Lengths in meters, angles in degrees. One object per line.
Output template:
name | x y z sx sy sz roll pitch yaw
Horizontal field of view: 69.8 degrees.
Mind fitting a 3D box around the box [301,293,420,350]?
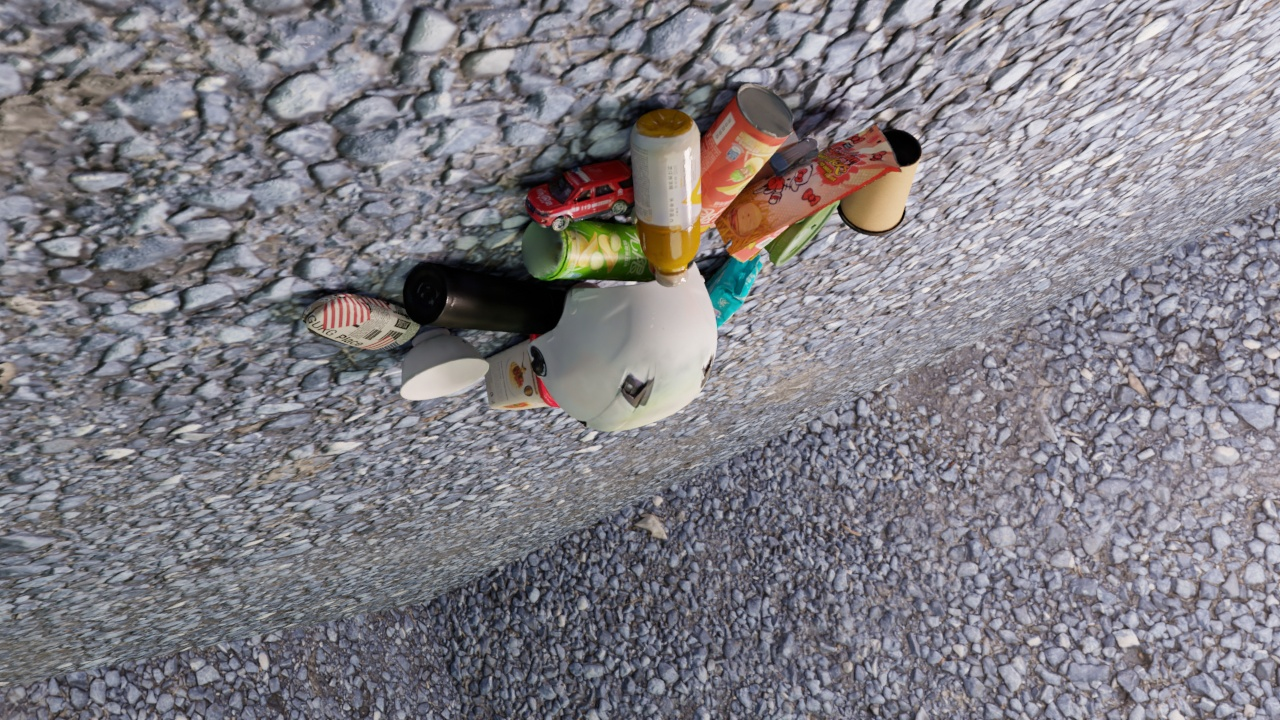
box | -0.313 -0.046 1.037 0.068 0.051 0.164 -16 165 17

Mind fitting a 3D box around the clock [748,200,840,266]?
clock | 0.199 -0.188 1.157 0.115 0.056 0.162 -40 169 -30

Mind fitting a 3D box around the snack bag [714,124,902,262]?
snack bag | 0.185 -0.190 1.032 0.208 0.073 0.128 -29 -154 18

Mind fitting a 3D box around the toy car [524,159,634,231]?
toy car | -0.059 -0.171 0.936 0.120 0.053 0.045 -23 139 -22

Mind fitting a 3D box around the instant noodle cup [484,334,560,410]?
instant noodle cup | -0.156 0.022 1.343 0.124 0.116 0.116 -17 168 25

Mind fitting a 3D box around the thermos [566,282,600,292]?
thermos | -0.060 -0.042 1.283 0.067 0.087 0.199 -17 164 0

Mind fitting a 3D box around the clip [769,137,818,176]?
clip | 0.171 -0.227 1.017 0.058 0.026 0.038 -29 155 -1

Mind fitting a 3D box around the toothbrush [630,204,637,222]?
toothbrush | 0.014 -0.197 1.007 0.016 0.017 0.188 -19 164 -19

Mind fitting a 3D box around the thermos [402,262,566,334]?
thermos | -0.161 -0.065 1.089 0.242 0.090 0.068 4 108 -57

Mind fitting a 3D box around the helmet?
helmet | -0.007 0.006 1.117 0.228 0.145 0.259 -13 156 -34

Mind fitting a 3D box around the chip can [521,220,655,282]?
chip can | -0.039 -0.126 1.069 0.073 0.072 0.220 -35 160 37

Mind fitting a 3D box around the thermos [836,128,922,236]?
thermos | 0.312 -0.229 1.188 0.093 0.093 0.143 -19 155 -13

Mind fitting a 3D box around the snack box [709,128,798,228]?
snack box | 0.127 -0.214 1.085 0.084 0.026 0.157 -20 164 -12

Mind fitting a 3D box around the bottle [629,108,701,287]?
bottle | 0.028 -0.158 0.934 0.068 0.068 0.190 -18 135 -14

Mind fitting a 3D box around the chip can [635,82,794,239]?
chip can | 0.074 -0.195 0.978 0.073 0.073 0.217 -10 156 -36

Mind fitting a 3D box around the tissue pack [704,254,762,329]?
tissue pack | 0.123 -0.099 1.343 0.093 0.050 0.134 -60 -173 -35

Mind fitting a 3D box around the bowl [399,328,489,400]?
bowl | -0.262 -0.002 1.187 0.118 0.064 0.118 -21 164 -7
